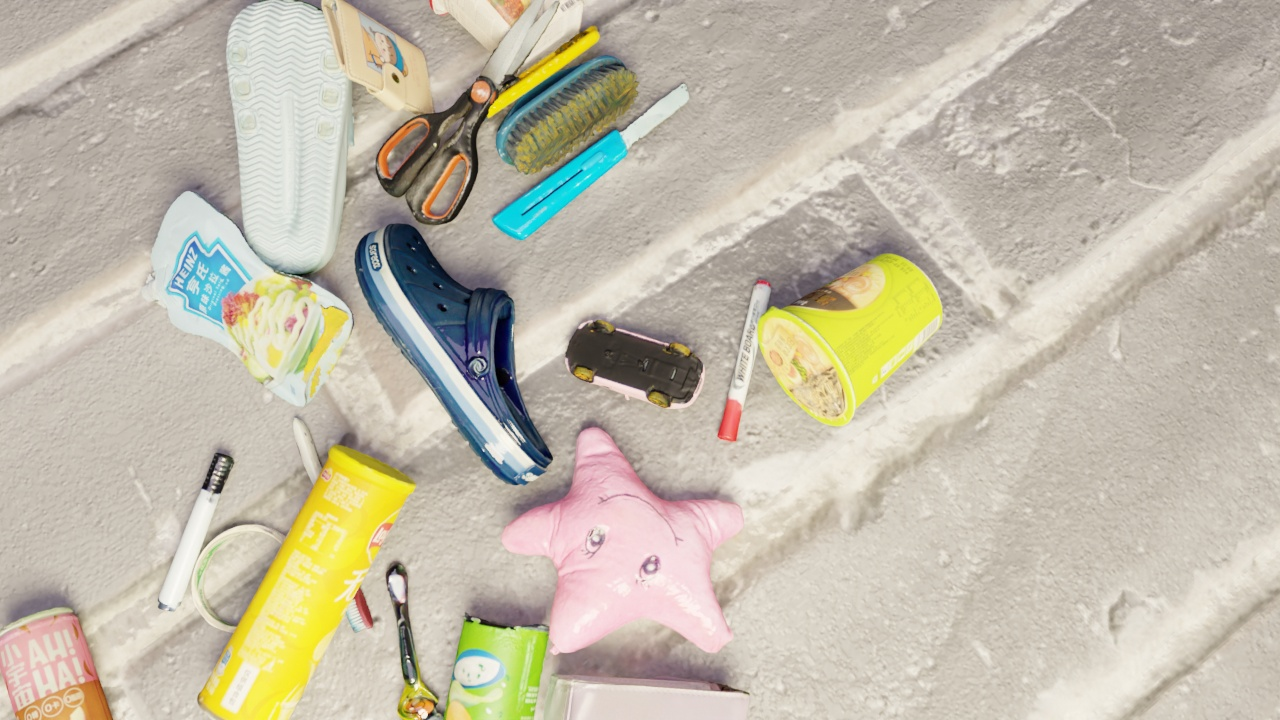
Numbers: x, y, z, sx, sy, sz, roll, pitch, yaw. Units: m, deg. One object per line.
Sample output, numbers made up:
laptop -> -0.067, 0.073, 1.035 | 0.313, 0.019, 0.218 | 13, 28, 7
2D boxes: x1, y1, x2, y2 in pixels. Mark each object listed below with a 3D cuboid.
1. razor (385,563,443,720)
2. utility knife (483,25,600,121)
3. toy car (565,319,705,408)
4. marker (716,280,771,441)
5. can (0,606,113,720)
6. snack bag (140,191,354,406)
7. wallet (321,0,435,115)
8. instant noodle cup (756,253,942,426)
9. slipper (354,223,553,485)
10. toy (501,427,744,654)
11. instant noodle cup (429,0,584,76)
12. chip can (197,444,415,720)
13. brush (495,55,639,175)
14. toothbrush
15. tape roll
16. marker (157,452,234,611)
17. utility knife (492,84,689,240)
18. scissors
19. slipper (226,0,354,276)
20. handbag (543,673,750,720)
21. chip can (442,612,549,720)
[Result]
razor -> -0.183, 0.231, 0.727 | 0.042, 0.022, 0.142 | -13, 75, -6
utility knife -> -0.097, -0.263, 0.838 | 0.156, 0.015, 0.033 | -38, 35, -10
toy car -> -0.005, 0.005, 0.782 | 0.122, 0.037, 0.056 | 18, 72, 18
marker -> 0.091, -0.001, 0.792 | 0.017, 0.017, 0.145 | 14, 76, 3
can -> -0.439, 0.267, 0.697 | 0.058, 0.058, 0.147 | -26, 77, -7
snack bag -> -0.340, -0.052, 0.784 | 0.191, 0.038, 0.110 | 34, 111, 6
wallet -> -0.230, -0.264, 0.816 | 0.024, 0.115, 0.087 | -24, 74, 20
instant noodle cup -> 0.178, -0.026, 0.759 | 0.123, 0.112, 0.111 | -34, 78, -18
slipper -> -0.141, -0.018, 0.749 | 0.095, 0.105, 0.252 | -33, 80, -1
toy -> -0.010, 0.158, 0.716 | 0.194, 0.075, 0.178 | 30, 63, 10
instant noodle cup -> -0.121, -0.338, 0.840 | 0.116, 0.117, 0.124 | -39, 91, -10
chip can -> -0.253, 0.174, 0.702 | 0.072, 0.072, 0.213 | 26, 84, 6
brush -> -0.073, -0.229, 0.836 | 0.143, 0.055, 0.073 | -39, 55, -10
toothbrush -> -0.258, 0.134, 0.757 | 0.017, 0.016, 0.187 | -25, 77, 3
tape roll -> -0.319, 0.177, 0.745 | 0.086, 0.014, 0.085 | 0, 75, -1
marker -> -0.363, 0.140, 0.752 | 0.018, 0.022, 0.130 | 12, 77, 14
utility knife -> -0.039, -0.185, 0.842 | 0.225, 0.018, 0.034 | -40, 78, -11
scissors -> -0.158, -0.232, 0.805 | 0.152, 0.021, 0.235 | 21, 100, 16
slipper -> -0.304, -0.197, 0.818 | 0.104, 0.074, 0.245 | 0, 91, -1
handbag -> -0.002, 0.331, 0.661 | 0.145, 0.099, 0.196 | 9, 73, -14
chip can -> -0.121, 0.312, 0.680 | 0.072, 0.072, 0.235 | 9, 74, 2
